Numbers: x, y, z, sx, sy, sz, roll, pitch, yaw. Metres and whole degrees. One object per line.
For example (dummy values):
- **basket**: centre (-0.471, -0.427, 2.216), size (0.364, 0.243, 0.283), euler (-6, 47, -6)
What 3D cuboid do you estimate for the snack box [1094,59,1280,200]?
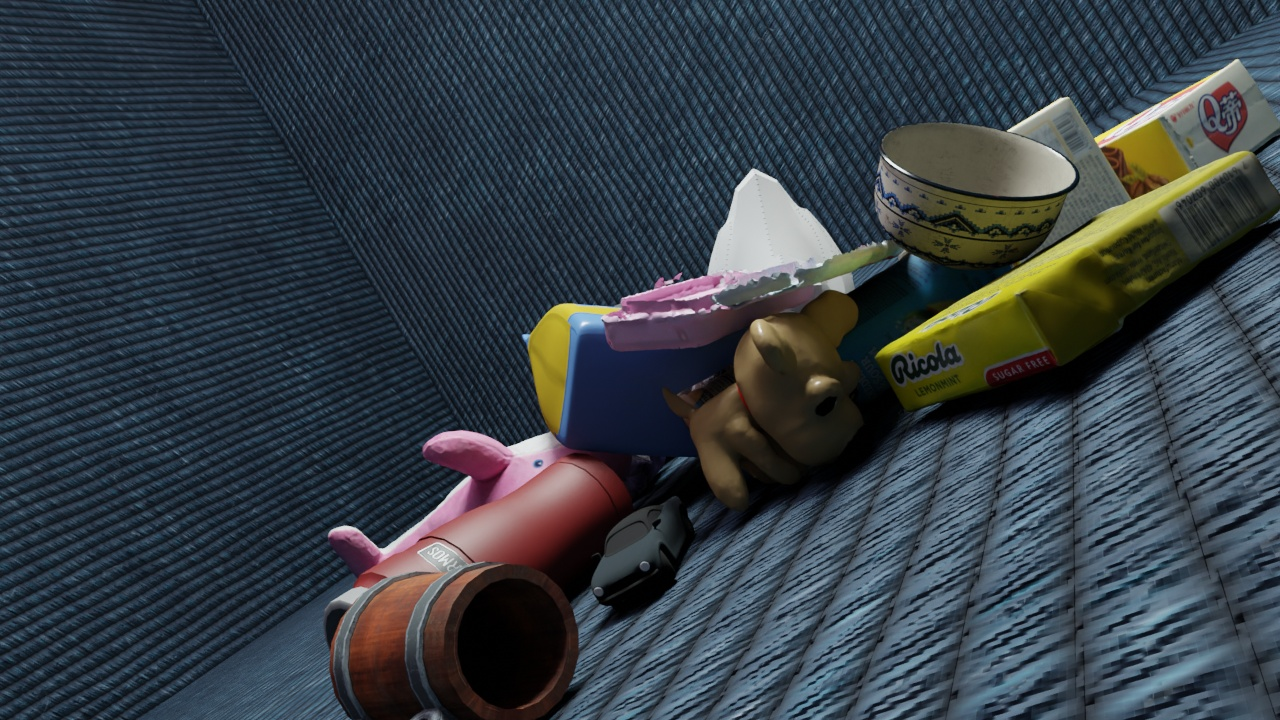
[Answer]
- **snack box**: centre (0.369, -0.143, 0.742), size (0.109, 0.061, 0.231), euler (-32, 0, -22)

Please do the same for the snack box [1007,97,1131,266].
- **snack box**: centre (0.290, -0.119, 0.658), size (0.084, 0.106, 0.061), euler (-31, -1, 17)

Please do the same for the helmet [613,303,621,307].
- **helmet**: centre (-0.011, 0.030, 1.007), size (0.170, 0.164, 0.264), euler (-44, -17, 14)

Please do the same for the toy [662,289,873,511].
- **toy**: centre (0.074, 0.024, 0.514), size (0.108, 0.106, 0.133), euler (-49, -14, 30)

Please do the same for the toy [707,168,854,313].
- **toy**: centre (0.128, -0.059, 0.837), size (0.141, 0.246, 0.267), euler (-12, -16, 6)

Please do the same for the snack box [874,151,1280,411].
- **snack box**: centre (0.223, -0.038, 0.470), size (0.180, 0.045, 0.121), euler (-29, -3, -21)

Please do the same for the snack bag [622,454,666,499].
- **snack bag**: centre (-0.067, 0.129, 0.882), size (0.206, 0.058, 0.096), euler (-32, 0, 19)

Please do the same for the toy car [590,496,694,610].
- **toy car**: centre (0.001, 0.104, 0.519), size (0.046, 0.034, 0.112), euler (-32, 1, 14)

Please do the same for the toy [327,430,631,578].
- **toy**: centre (-0.117, 0.144, 0.744), size (0.266, 0.186, 0.127), euler (-30, 42, 14)

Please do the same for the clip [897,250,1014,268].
- **clip**: centre (0.237, -0.057, 0.722), size (0.126, 0.091, 0.151), euler (-33, -7, 0)

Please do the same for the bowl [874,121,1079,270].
- **bowl**: centre (0.197, -0.097, 0.559), size (0.115, 0.115, 0.059), euler (-32, -41, -40)

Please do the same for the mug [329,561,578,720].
- **mug**: centre (-0.095, 0.147, 0.417), size (0.111, 0.081, 0.117), euler (-26, 23, 48)

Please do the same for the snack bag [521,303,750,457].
- **snack bag**: centre (-0.004, 0.004, 0.738), size (0.159, 0.102, 0.205), euler (4, 10, -17)

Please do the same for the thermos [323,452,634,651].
- **thermos**: centre (-0.096, 0.142, 0.585), size (0.198, 0.084, 0.108), euler (-29, -32, -46)

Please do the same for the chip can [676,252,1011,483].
- **chip can**: centre (0.136, -0.003, 0.612), size (0.229, 0.080, 0.080), euler (-32, 1, -5)

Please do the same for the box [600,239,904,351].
- **box**: centre (0.083, -0.045, 0.593), size (0.155, 0.045, 0.200), euler (-7, 8, 31)
